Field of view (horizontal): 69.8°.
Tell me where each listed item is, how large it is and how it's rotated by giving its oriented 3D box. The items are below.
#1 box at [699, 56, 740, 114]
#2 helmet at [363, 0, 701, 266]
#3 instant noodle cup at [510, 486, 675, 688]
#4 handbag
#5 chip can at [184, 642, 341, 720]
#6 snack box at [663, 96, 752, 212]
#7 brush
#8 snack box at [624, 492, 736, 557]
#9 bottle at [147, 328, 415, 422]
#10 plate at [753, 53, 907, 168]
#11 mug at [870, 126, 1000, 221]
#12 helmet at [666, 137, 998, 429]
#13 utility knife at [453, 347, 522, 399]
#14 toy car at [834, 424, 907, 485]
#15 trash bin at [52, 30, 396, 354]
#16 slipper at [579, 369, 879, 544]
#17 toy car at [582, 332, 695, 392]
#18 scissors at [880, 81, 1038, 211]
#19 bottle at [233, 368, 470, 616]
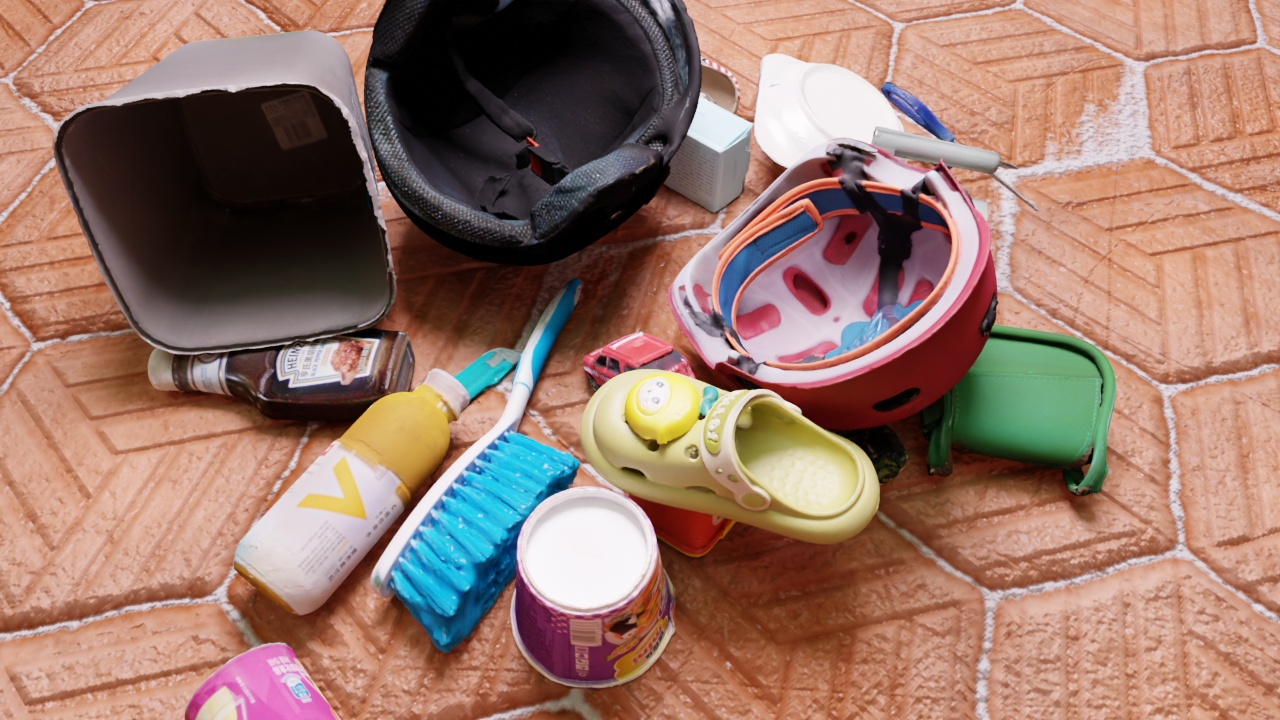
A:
[{"bbox_3d":[0.028,-0.279,0.911,0.163,0.075,0.081,30,70,22],"label":"box"},{"bbox_3d":[-0.087,-0.201,0.744,0.274,0.230,0.233,-40,93,-17],"label":"helmet"},{"bbox_3d":[-0.032,0.138,0.582,0.111,0.099,0.111,0,52,0],"label":"instant noodle cup"},{"bbox_3d":[0.274,0.037,0.680,0.131,0.068,0.120,10,62,6],"label":"handbag"},{"bbox_3d":[-0.171,0.257,0.510,0.071,0.071,0.210,-37,62,-24],"label":"chip can"},{"bbox_3d":[0.020,-0.214,0.855,0.175,0.074,0.051,35,61,23],"label":"snack box"},{"bbox_3d":[-0.088,0.055,0.674,0.109,0.061,0.313,23,54,20],"label":"brush"},{"bbox_3d":[0.037,0.075,0.639,0.082,0.080,0.091,30,59,21],"label":"snack box"},{"bbox_3d":[-0.278,0.009,0.712,0.195,0.044,0.079,2,50,3],"label":"bottle"},{"bbox_3d":[0.185,-0.223,0.850,0.163,0.034,0.164,21,53,-14],"label":"plate"},{"bbox_3d":[0.230,-0.123,0.760,0.103,0.124,0.083,14,29,7],"label":"mug"},{"bbox_3d":[0.155,-0.034,0.658,0.207,0.144,0.240,-44,37,-1],"label":"helmet"},{"bbox_3d":[-0.175,0.055,0.695,0.029,0.013,0.220,36,62,24],"label":"utility knife"},{"bbox_3d":[0.140,0.082,0.664,0.105,0.032,0.048,-26,57,-4],"label":"toy car"},{"bbox_3d":[-0.298,-0.149,0.723,0.198,0.199,0.219,-8,36,-7],"label":"trash bin"},{"bbox_3d":[0.057,0.046,0.561,0.190,0.082,0.091,18,53,9],"label":"slipper"},{"bbox_3d":[-0.004,0.004,0.682,0.052,0.045,0.121,-25,17,-21],"label":"toy car"},{"bbox_3d":[0.275,-0.187,0.807,0.176,0.162,0.012,41,97,-1],"label":"scissors"},{"bbox_3d":[-0.191,0.084,0.634,0.068,0.068,0.189,28,62,19],"label":"bottle"}]
